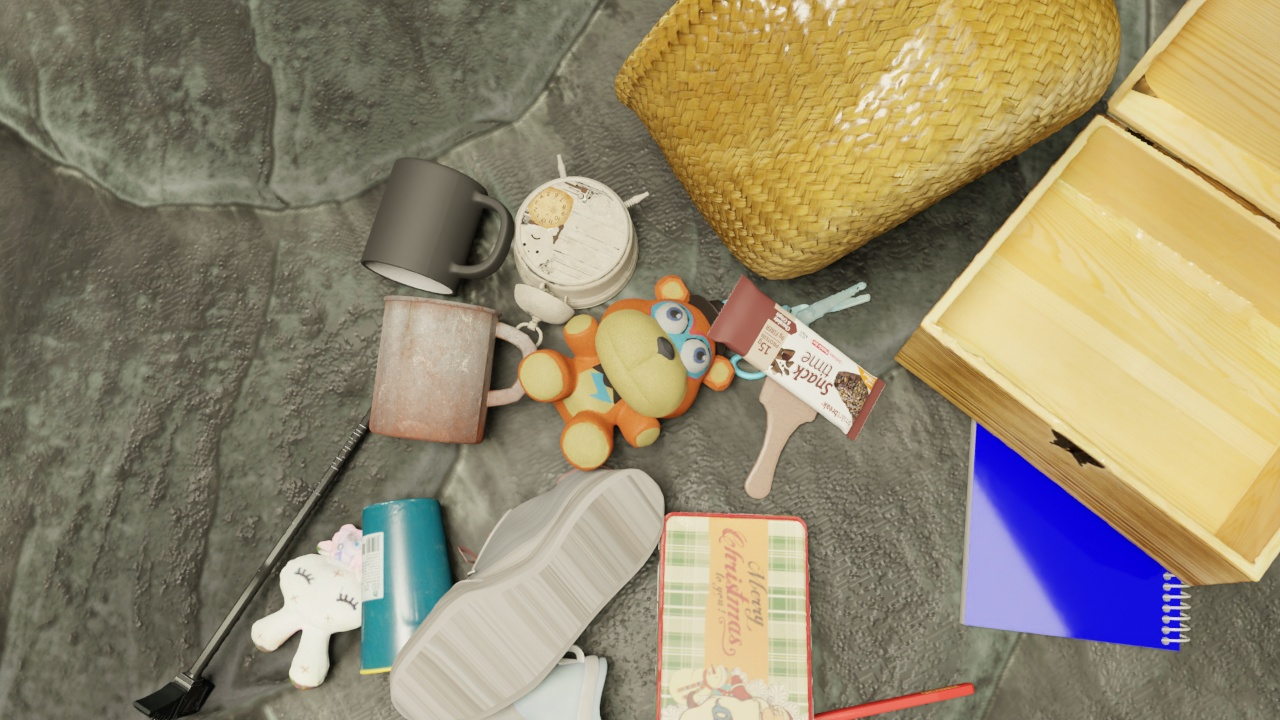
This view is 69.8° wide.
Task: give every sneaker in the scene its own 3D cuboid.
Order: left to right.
[{"bbox_3d":[-0.089,0.163,0.677,0.235,0.090,0.099,-39,108,-22],"label":"sneaker"},{"bbox_3d":[-0.068,0.345,0.664,0.160,0.093,0.256,-11,82,-10],"label":"sneaker"}]

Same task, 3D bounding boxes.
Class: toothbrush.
[{"bbox_3d":[0.151,0.267,0.705,0.212,0.012,0.018,-11,81,-1],"label":"toothbrush"}]

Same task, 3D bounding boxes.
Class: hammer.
[{"bbox_3d":[-0.267,0.126,0.707,0.015,0.095,0.324,30,76,5],"label":"hammer"}]

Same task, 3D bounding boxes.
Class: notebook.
[{"bbox_3d":[0.346,0.111,0.724,0.171,0.022,0.209,6,81,3],"label":"notebook"}]

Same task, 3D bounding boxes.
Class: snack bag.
[{"bbox_3d":[0.125,0.000,0.718,0.158,0.013,0.057,35,80,-19],"label":"snack bag"}]

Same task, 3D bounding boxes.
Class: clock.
[{"bbox_3d":[-0.062,-0.080,0.738,0.103,0.061,0.156,24,80,5],"label":"clock"}]

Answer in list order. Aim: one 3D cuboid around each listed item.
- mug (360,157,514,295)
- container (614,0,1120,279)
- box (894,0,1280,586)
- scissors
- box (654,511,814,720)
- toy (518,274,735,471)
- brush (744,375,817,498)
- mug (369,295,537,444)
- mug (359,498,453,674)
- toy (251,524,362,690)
[{"bbox_3d":[-0.156,-0.102,0.730,0.114,0.078,0.088,14,81,17],"label":"mug"},{"bbox_3d":[0.164,-0.196,0.639,0.307,0.307,0.196,-32,90,-4],"label":"container"},{"bbox_3d":[0.390,-0.065,0.580,0.279,0.337,0.285,39,78,14],"label":"box"},{"bbox_3d":[0.129,-0.027,0.751,0.141,0.015,0.076,-14,80,4],"label":"scissors"},{"bbox_3d":[0.068,0.217,0.679,0.117,0.051,0.205,3,70,1],"label":"box"},{"bbox_3d":[-0.004,0.004,0.709,0.175,0.096,0.112,-33,90,-31],"label":"toy"},{"bbox_3d":[0.114,0.046,0.740,0.050,0.015,0.135,21,88,-9],"label":"brush"},{"bbox_3d":[-0.142,0.010,0.708,0.123,0.096,0.110,7,93,1],"label":"mug"},{"bbox_3d":[-0.177,0.169,0.696,0.078,0.078,0.121,-8,76,-1],"label":"mug"},{"bbox_3d":[-0.249,0.186,0.711,0.079,0.038,0.122,26,80,12],"label":"toy"}]
